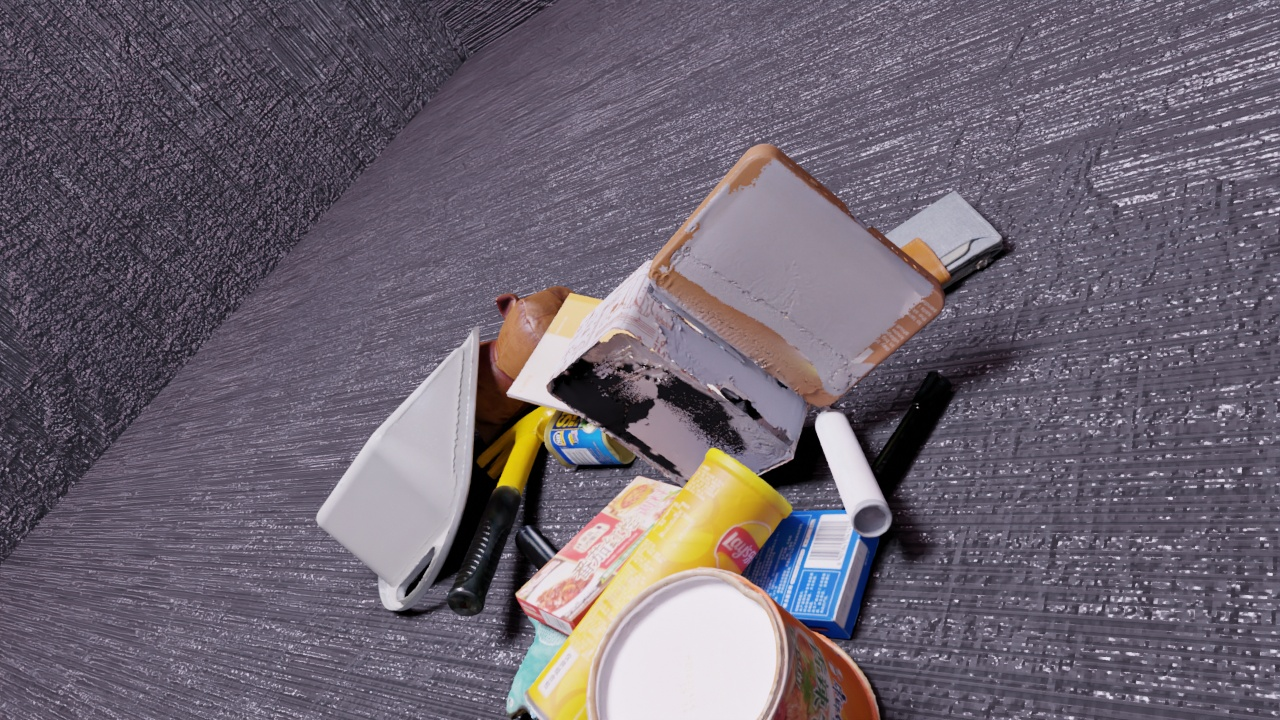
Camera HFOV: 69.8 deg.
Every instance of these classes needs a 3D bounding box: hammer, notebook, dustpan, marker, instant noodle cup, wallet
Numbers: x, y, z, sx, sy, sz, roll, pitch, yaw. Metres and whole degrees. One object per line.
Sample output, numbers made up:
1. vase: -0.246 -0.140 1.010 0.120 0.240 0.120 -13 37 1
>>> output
1. hammer: -0.131 0.134 0.894 0.129 0.033 0.300 -33 19 21
2. notebook: -0.005 0.005 0.882 0.206 0.010 0.145 14 52 19
3. dustpan: -0.229 0.129 0.985 0.223 0.142 0.257 -47 5 33
4. marker: 0.187 0.062 0.664 0.020 0.022 0.131 14 59 49
5. instant noodle cup: 0.047 0.197 0.522 0.152 0.111 0.151 -21 41 19
6. wallet: 0.239 -0.090 0.804 0.130 0.037 0.106 -33 28 14

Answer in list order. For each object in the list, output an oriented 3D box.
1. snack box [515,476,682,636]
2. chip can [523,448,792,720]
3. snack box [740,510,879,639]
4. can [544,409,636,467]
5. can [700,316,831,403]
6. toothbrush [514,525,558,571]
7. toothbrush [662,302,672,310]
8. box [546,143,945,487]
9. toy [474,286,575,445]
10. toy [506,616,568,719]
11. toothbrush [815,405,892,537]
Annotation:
1. snack box: -0.022 0.155 0.739 0.075 0.025 0.152 9 41 48
2. chip can: 0.013 0.163 0.626 0.213 0.072 0.072 -51 29 -8
3. snack box: 0.088 0.149 0.654 0.157 0.026 0.084 -10 42 44
4. can: -0.034 0.055 0.907 0.083 0.057 0.101 -7 43 43
5. can: 0.115 -0.015 0.799 0.111 0.075 0.075 -24 32 23
6. toothbrush: -0.060 0.186 0.773 0.027 0.026 0.213 -35 24 -17
7. toothbrush: 0.020 -0.037 1.014 0.016 0.017 0.187 -22 34 32
8. box: 0.069 -0.016 0.684 0.262 0.178 0.102 -37 22 49
9. toy: -0.138 0.002 1.048 0.200 0.130 0.140 -39 65 25
10. toy: -0.070 0.240 0.718 0.097 0.030 0.091 -1 52 40
11. toothbrush: 0.146 0.060 0.681 0.027 0.026 0.220 5 22 -2
